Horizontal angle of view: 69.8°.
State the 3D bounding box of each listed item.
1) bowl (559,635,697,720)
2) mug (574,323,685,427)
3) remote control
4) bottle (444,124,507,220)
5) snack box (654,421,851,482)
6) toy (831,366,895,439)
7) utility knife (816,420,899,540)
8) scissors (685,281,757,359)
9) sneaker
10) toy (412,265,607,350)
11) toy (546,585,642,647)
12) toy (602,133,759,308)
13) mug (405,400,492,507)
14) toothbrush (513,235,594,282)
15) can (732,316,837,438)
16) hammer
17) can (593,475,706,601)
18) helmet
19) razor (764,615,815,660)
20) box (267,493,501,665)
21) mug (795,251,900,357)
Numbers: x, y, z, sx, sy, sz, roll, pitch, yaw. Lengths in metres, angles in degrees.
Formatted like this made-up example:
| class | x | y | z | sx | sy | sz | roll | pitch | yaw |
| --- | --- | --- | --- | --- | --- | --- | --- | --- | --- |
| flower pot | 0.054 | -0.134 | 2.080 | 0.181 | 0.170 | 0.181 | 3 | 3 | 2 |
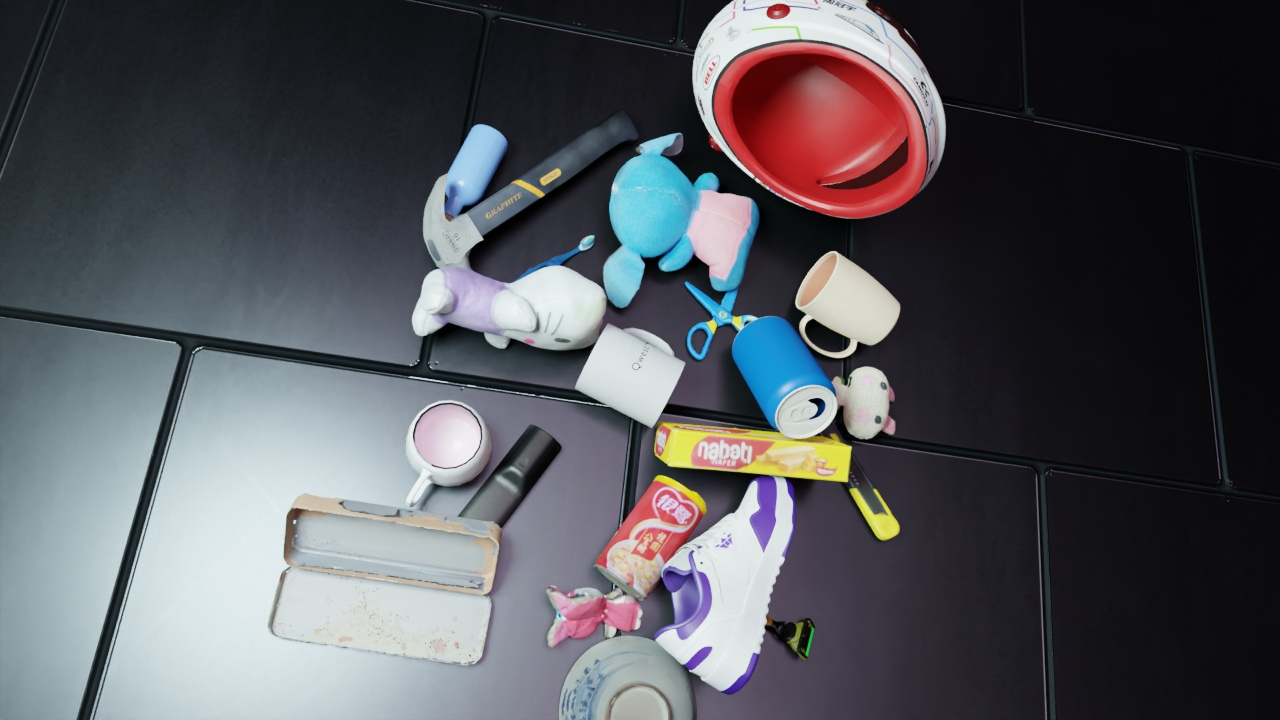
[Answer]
| class | x | y | z | sx | sy | sz | roll | pitch | yaw |
| --- | --- | --- | --- | --- | --- | --- | --- | --- | --- |
| bowl | -0.007 | 0.358 | 0.927 | 0.150 | 0.057 | 0.150 | 2 | 76 | -10 |
| mug | -0.006 | 0.006 | 1.041 | 0.096 | 0.083 | 0.119 | 27 | 41 | 0 |
| remote control | -0.144 | 0.135 | 1.000 | 0.045 | 0.021 | 0.140 | 35 | 71 | 4 |
| bottle | -0.205 | -0.215 | 1.089 | 0.048 | 0.048 | 0.131 | 23 | 70 | -2 |
| snack box | 0.121 | 0.100 | 1.015 | 0.200 | 0.092 | 0.042 | 6 | 92 | -8 |
| toy | 0.263 | 0.049 | 1.084 | 0.112 | 0.050 | 0.087 | 22 | 72 | -20 |
| utility knife | 0.231 | 0.105 | 1.076 | 0.028 | 0.020 | 0.233 | -26 | 76 | -19 |
| scissors | 0.103 | -0.051 | 1.106 | 0.130 | 0.014 | 0.125 | 24 | 70 | -2 |
| sneaker | 0.082 | 0.213 | 0.958 | 0.111 | 0.092 | 0.243 | 26 | 54 | -5 |
| toy | -0.138 | -0.058 | 1.002 | 0.209 | 0.138 | 0.085 | 5 | 74 | -18 |
| toy | -0.051 | 0.263 | 0.965 | 0.102 | 0.050 | 0.065 | 3 | 107 | -13 |
| toy | 0.048 | -0.157 | 1.094 | 0.191 | 0.099 | 0.223 | 21 | 73 | -13 |
| mug | -0.211 | 0.102 | 0.969 | 0.090 | 0.076 | 0.123 | 30 | 70 | 1 |
| toothbrush | -0.106 | -0.112 | 1.089 | 0.132 | 0.016 | 0.021 | -36 | 79 | -19 |
| can | 0.159 | 0.016 | 1.025 | 0.079 | 0.079 | 0.146 | -5 | 34 | -12 |
| hammer | -0.120 | -0.205 | 1.093 | 0.311 | 0.035 | 0.139 | -39 | 109 | -25 |
| can | 0.012 | 0.190 | 0.983 | 0.066 | 0.067 | 0.124 | 36 | 70 | 3 |
| helmet | 0.216 | -0.316 | 1.097 | 0.314 | 0.232 | 0.235 | 30 | 38 | 5 |
| razor | 0.121 | 0.275 | 0.998 | 0.144 | 0.021 | 0.043 | 27 | 50 | -1 |
| box | -0.258 | 0.224 | 0.937 | 0.216 | 0.071 | 0.156 | 10 | 83 | -7 |
| mug | 0.244 | -0.057 | 1.103 | 0.104 | 0.085 | 0.111 | 30 | 97 | -11 |
